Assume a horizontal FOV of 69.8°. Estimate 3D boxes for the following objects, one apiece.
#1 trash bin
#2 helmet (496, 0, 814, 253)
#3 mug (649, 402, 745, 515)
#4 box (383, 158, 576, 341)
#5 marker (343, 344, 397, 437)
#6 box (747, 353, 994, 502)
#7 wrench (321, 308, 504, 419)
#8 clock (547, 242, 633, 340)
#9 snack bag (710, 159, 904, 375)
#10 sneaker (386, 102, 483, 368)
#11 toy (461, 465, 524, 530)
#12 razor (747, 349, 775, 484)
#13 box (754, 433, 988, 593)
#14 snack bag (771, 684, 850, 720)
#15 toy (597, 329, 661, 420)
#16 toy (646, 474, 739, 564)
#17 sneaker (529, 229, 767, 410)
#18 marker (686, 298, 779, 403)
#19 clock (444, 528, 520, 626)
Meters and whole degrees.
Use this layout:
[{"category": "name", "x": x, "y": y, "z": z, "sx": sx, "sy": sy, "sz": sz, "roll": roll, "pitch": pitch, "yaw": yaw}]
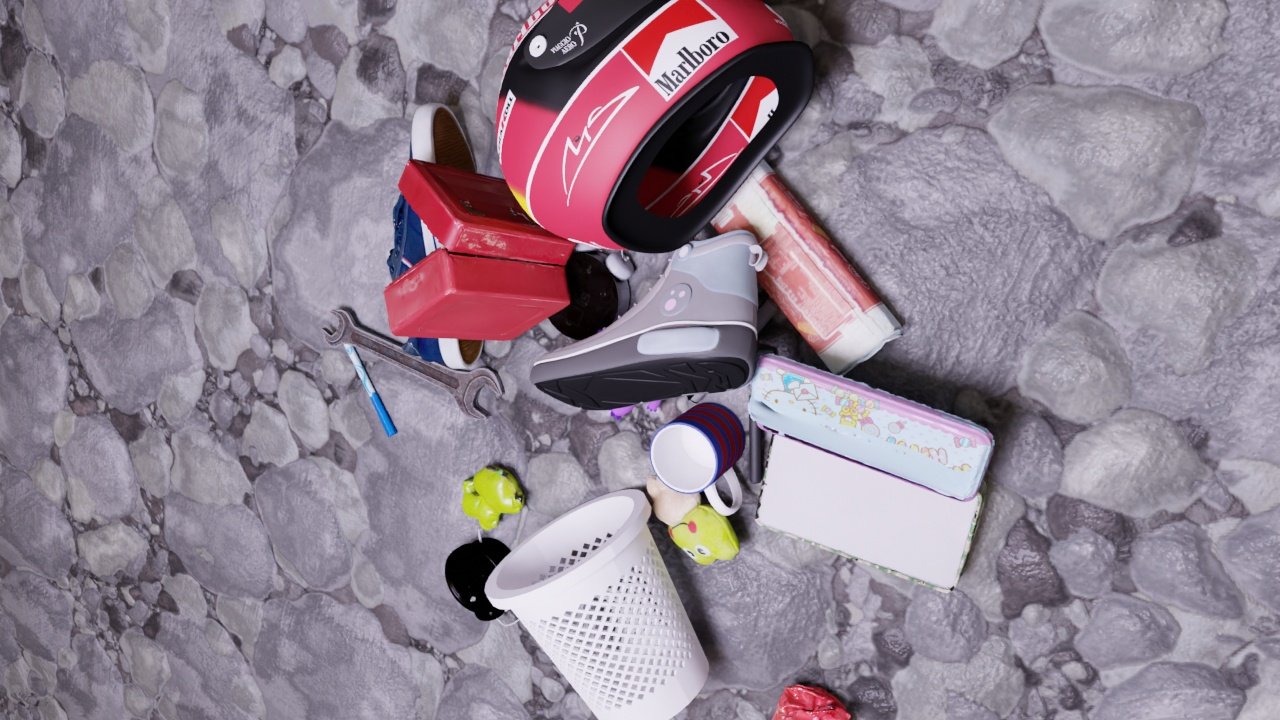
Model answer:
[{"category": "trash bin", "x": -0.032, "y": 0.277, "z": 0.988, "sx": 0.196, "sy": 0.195, "sz": 0.199, "roll": -24, "pitch": 101, "yaw": 31}, {"category": "helmet", "x": -0.011, "y": -0.233, "z": 0.817, "sx": 0.271, "sy": 0.197, "sz": 0.224, "roll": -48, "pitch": 62, "yaw": 20}, {"category": "mug", "x": 0.069, "y": 0.104, "z": 0.938, "sx": 0.075, "sy": 0.076, "sz": 0.112, "roll": -36, "pitch": 85, "yaw": 31}, {"category": "box", "x": -0.169, "y": -0.089, "z": 0.938, "sx": 0.152, "sy": 0.157, "sz": 0.165, "roll": 45, "pitch": 118, "yaw": 38}, {"category": "marker", "x": -0.350, "y": 0.033, "z": 1.181, "sx": 0.013, "sy": 0.013, "sz": 0.142, "roll": -27, "pitch": 90, "yaw": 31}, {"category": "box", "x": 0.208, "y": 0.045, "z": 0.823, "sx": 0.214, "sy": 0.089, "sz": 0.093, "roll": 20, "pitch": 135, "yaw": 24}, {"category": "wrench", "x": -0.285, "y": 0.000, "z": 1.132, "sx": 0.273, "sy": 0.010, "sz": 0.070, "roll": 23, "pitch": 111, "yaw": 19}, {"category": "clock", "x": -0.054, "y": -0.081, "z": 0.979, "sx": 0.094, "sy": 0.035, "sz": 0.123, "roll": 31, "pitch": 115, "yaw": 18}, {"category": "snack bag", "x": 0.148, "y": -0.092, "z": 0.866, "sx": 0.078, "sy": 0.041, "sz": 0.225, "roll": -42, "pitch": 84, "yaw": 31}, {"category": "sneaker", "x": -0.249, "y": -0.138, "z": 1.030, "sx": 0.127, "sy": 0.120, "sz": 0.295, "roll": 6, "pitch": 109, "yaw": 14}, {"category": "toy", "x": -0.181, "y": 0.165, "z": 1.114, "sx": 0.094, "sy": 0.036, "sz": 0.094, "roll": 31, "pitch": 121, "yaw": 25}, {"category": "razor", "x": 0.116, "y": 0.059, "z": 0.929, "sx": 0.043, "sy": 0.022, "sz": 0.144, "roll": -1, "pitch": 107, "yaw": 8}, {"category": "box", "x": 0.218, "y": 0.135, "z": 0.885, "sx": 0.206, "sy": 0.049, "sz": 0.118, "roll": 16, "pitch": 113, "yaw": 24}, {"category": "snack bag", "x": 0.162, "y": 0.426, "z": 0.976, "sx": 0.082, "sy": 0.082, "sz": 0.177, "roll": 23, "pitch": 112, "yaw": 21}, {"category": "toy", "x": -0.006, "y": 0.006, "z": 0.965, "sx": 0.088, "sy": 0.055, "sz": 0.106, "roll": -30, "pitch": 100, "yaw": 28}, {"category": "toy", "x": 0.051, "y": 0.165, "z": 0.970, "sx": 0.118, "sy": 0.043, "sz": 0.092, "roll": 51, "pitch": 150, "yaw": -1}, {"category": "sneaker", "x": 0.005, "y": -0.042, "z": 0.888, "sx": 0.257, "sy": 0.093, "sz": 0.160, "roll": -8, "pitch": 61, "yaw": 39}, {"category": "marker", "x": 0.093, "y": -0.009, "z": 0.930, "sx": 0.016, "sy": 0.016, "sz": 0.141, "roll": 44, "pitch": 119, "yaw": 11}, {"category": "clock", "x": -0.188, "y": 0.276, "z": 1.142, "sx": 0.091, "sy": 0.042, "sz": 0.120, "roll": -40, "pitch": 83, "yaw": 30}]
